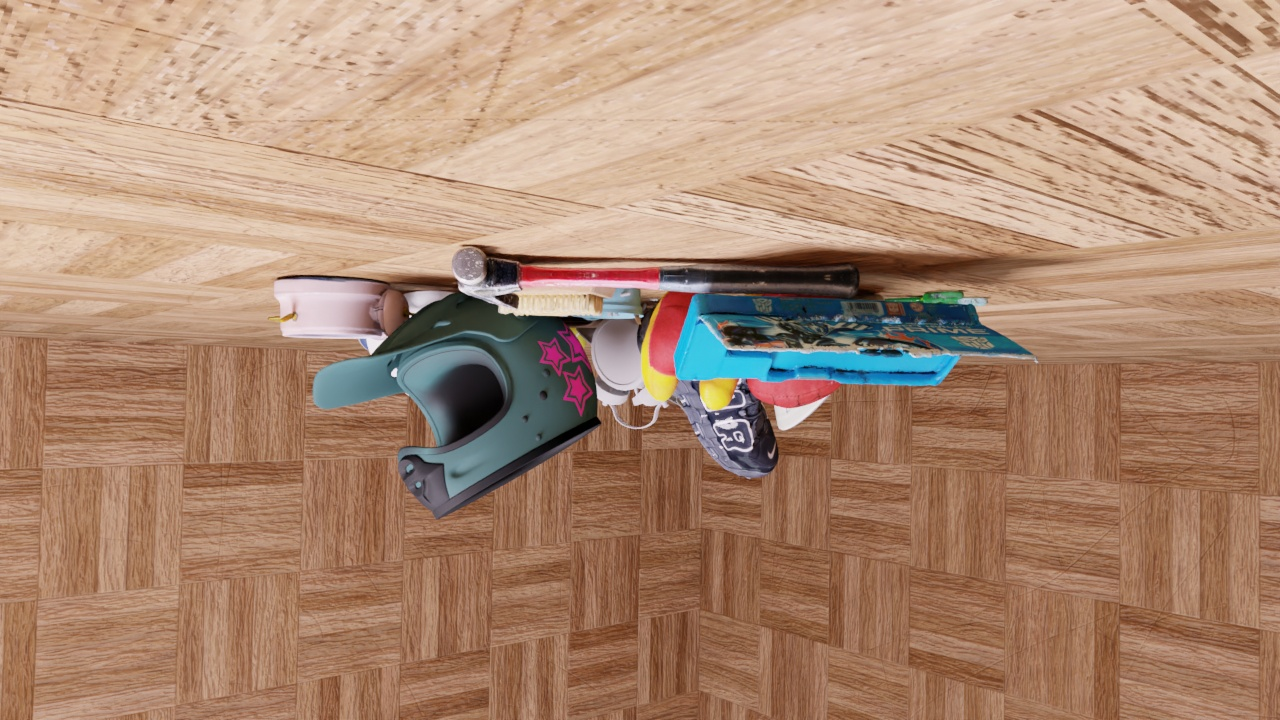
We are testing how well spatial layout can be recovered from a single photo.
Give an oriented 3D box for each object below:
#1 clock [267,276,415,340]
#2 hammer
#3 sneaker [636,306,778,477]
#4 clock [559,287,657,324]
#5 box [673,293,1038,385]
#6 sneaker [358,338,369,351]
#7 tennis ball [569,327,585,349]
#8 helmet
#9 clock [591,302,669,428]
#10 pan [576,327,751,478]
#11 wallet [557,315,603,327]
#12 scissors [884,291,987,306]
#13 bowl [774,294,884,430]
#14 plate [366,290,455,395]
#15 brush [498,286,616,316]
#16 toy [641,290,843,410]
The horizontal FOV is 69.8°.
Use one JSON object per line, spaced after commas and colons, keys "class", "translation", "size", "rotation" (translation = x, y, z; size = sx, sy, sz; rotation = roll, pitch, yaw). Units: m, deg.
{"class": "clock", "translation": [-0.308, -0.053, 0.977], "size": [0.157, 0.059, 0.117], "rotation": [1, 178, -27]}
{"class": "hammer", "translation": [0.015, -0.067, 0.769], "size": [0.326, 0.036, 0.140], "rotation": [1, 176, 1]}
{"class": "sneaker", "translation": [0.121, 0.023, 1.087], "size": [0.151, 0.252, 0.097], "rotation": [-22, -160, 46]}
{"class": "clock", "translation": [-0.051, -0.057, 0.935], "size": [0.123, 0.042, 0.087], "rotation": [0, 178, 29]}
{"class": "box", "translation": [0.162, -0.023, 0.736], "size": [0.243, 0.070, 0.171], "rotation": [1, 172, -10]}
{"class": "sneaker", "translation": [-0.227, -0.030, 1.143], "size": [0.241, 0.116, 0.091], "rotation": [-2, -149, -17]}
{"class": "tennis ball", "translation": [-0.115, -0.031, 1.390], "size": [0.065, 0.065, 0.065], "rotation": [1, 178, 0]}
{"class": "helmet", "translation": [-0.177, 0.030, 0.943], "size": [0.273, 0.200, 0.177], "rotation": [-26, 173, -46]}
{"class": "clock", "translation": [-0.007, 0.007, 1.162], "size": [0.120, 0.159, 0.061], "rotation": [0, -173, 38]}
{"class": "pan", "translation": [0.043, 0.043, 1.298], "size": [0.356, 0.051, 0.200], "rotation": [39, -174, 35]}
{"class": "wallet", "translation": [-0.082, -0.056, 1.243], "size": [0.121, 0.027, 0.098], "rotation": [0, 180, 34]}
{"class": "scissors", "translation": [0.317, -0.064, 0.994], "size": [0.130, 0.011, 0.126], "rotation": [2, 177, -18]}
{"class": "bowl", "translation": [0.180, -0.014, 0.975], "size": [0.058, 0.176, 0.177], "rotation": [36, 176, -3]}
{"class": "plate", "translation": [-0.221, 0.009, 1.103], "size": [0.229, 0.030, 0.230], "rotation": [7, 139, 6]}
{"class": "brush", "translation": [-0.085, -0.062, 0.875], "size": [0.117, 0.039, 0.049], "rotation": [-1, 176, 22]}
{"class": "toy", "translation": [0.106, -0.020, 0.888], "size": [0.217, 0.147, 0.099], "rotation": [2, 149, 28]}
